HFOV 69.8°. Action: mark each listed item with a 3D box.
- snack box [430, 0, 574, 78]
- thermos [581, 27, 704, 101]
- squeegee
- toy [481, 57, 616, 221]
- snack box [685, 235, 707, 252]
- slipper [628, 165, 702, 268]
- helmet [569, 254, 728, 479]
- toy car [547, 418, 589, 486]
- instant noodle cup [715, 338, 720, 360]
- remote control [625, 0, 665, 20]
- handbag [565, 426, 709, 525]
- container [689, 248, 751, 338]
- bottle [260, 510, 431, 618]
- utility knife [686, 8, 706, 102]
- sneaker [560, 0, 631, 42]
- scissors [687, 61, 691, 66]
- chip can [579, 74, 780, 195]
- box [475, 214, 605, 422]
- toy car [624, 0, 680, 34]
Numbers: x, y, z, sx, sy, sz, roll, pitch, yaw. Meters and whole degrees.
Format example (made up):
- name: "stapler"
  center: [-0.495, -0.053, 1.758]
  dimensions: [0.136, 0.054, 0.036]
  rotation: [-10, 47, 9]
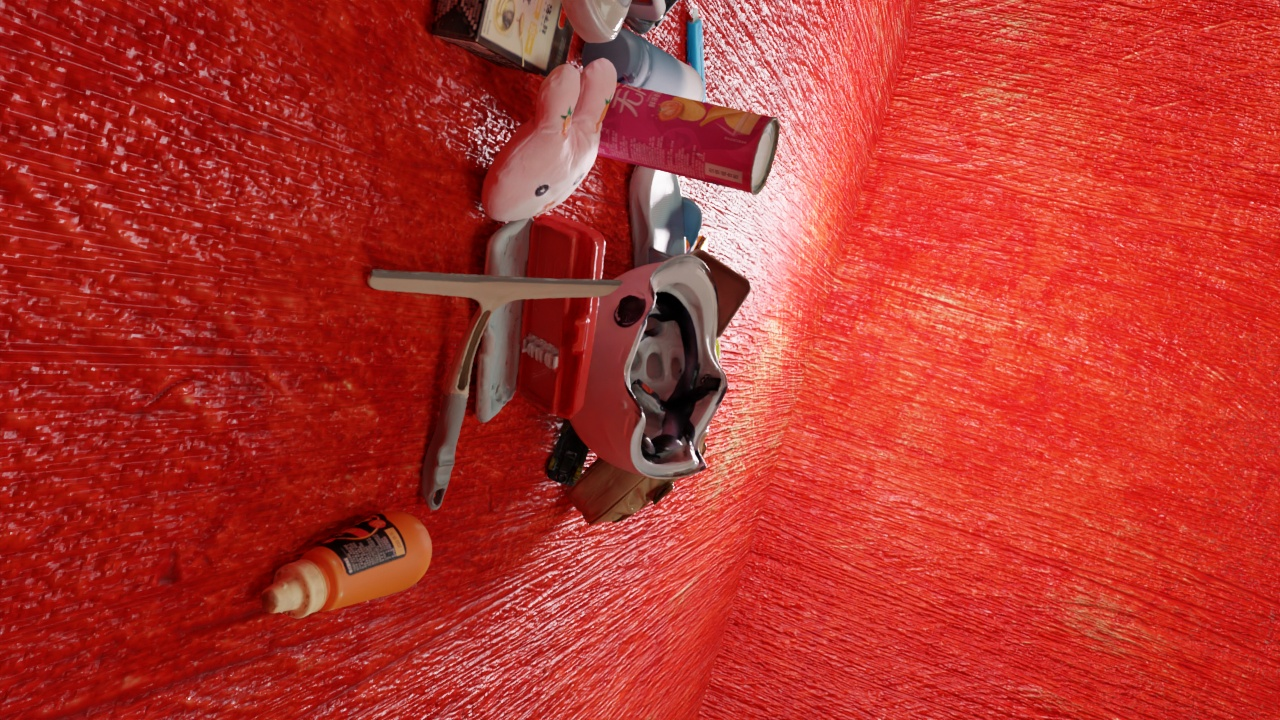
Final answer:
- name: "snack box"
  center: [-0.094, -0.282, 0.691]
  dimensions: [0.125, 0.053, 0.113]
  rotation: [-11, 117, -71]
- name: "thermos"
  center: [0.005, -0.298, 0.956]
  dimensions: [0.220, 0.070, 0.070]
  rotation: [-16, 122, -68]
- name: "squeegee"
  center: [-0.157, 0.025, 0.807]
  dimensions: [0.245, 0.039, 0.247]
  rotation: [-3, 124, -43]
- name: "toy"
  center: [-0.076, -0.181, 0.774]
  dimensions: [0.121, 0.054, 0.160]
  rotation: [-32, 162, -47]
- name: "snack box"
  center: [0.071, -0.112, 1.383]
  dimensions: [0.141, 0.034, 0.086]
  rotation: [83, 30, -50]
- name: "slipper"
  center: [0.038, -0.172, 1.158]
  dimensions: [0.246, 0.074, 0.103]
  rotation: [79, 33, -54]
- name: "helmet"
  center: [-0.006, 0.006, 1.066]
  dimensions: [0.229, 0.146, 0.258]
  rotation: [37, 58, -56]
- name: "toy car"
  center: [-0.083, 0.106, 1.118]
  dimensions: [0.035, 0.042, 0.090]
  rotation: [-96, -155, -78]
- name: "instant noodle cup"
  center: [0.039, -0.023, 1.267]
  dimensions: [0.123, 0.112, 0.111]
  rotation: [33, 75, -64]
- name: "remote control"
  center: [-0.014, -0.365, 0.847]
  dimensions: [0.136, 0.056, 0.020]
  rotation: [60, 49, -67]
- name: "handbag"
  center: [0.003, 0.141, 1.219]
  dimensions: [0.204, 0.100, 0.148]
  rotation: [-39, 172, 1]
- name: "container"
  center: [0.090, -0.085, 1.194]
  dimensions: [0.090, 0.090, 0.111]
  rotation: [-57, 174, 8]
- name: "bottle"
  center: [-0.230, 0.163, 0.716]
  dimensions: [0.149, 0.067, 0.067]
  rotation: [-13, 119, -61]
- name: "utility knife"
  center: [0.070, -0.371, 1.152]
  dimensions: [0.034, 0.018, 0.159]
  rotation: [-59, 157, -33]
- name: "sneaker"
  center: [-0.010, -0.353, 0.685]
  dimensions: [0.089, 0.091, 0.242]
  rotation: [25, 63, -62]
- name: "scissors"
  center: [0.049, -0.311, 1.105]
  dimensions: [0.137, 0.017, 0.084]
  rotation: [-73, 171, -55]
- name: "chip can"
  center: [0.015, -0.208, 0.830]
  dimensions: [0.071, 0.211, 0.071]
  rotation: [19, 89, -73]
- name: "box"
  center: [-0.105, -0.031, 0.861]
  dimensions: [0.101, 0.095, 0.202]
  rotation: [-31, 138, -49]
- name: "toy car"
  center: [0.015, -0.373, 0.950]
  dimensions: [0.090, 0.043, 0.034]
  rotation: [-58, -176, -31]
